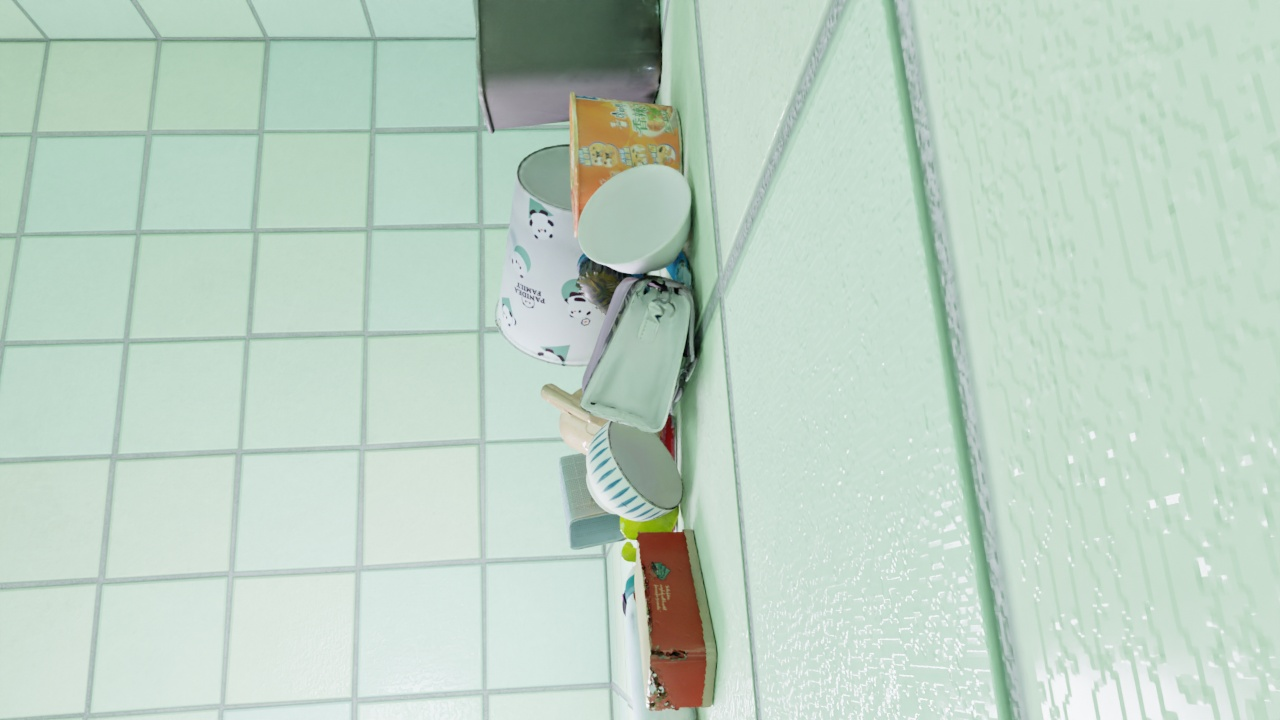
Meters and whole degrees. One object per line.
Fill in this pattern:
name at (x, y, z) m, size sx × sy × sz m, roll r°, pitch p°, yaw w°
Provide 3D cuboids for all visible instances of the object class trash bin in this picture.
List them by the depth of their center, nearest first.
trash bin at (-0.092, -0.398, 1.139) m, size 0.199 × 0.219 × 0.198 m, roll 149°, pitch 118°, yaw -85°
trash bin at (-0.095, -0.158, 1.333) m, size 0.229 × 0.229 × 0.252 m, roll -97°, pitch 12°, yaw -48°

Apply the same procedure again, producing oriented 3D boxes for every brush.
brush at (-0.019, -0.083, 1.065) m, size 0.144 × 0.055 × 0.073 m, roll 41°, pitch -141°, yaw -38°

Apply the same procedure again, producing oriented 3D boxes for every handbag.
handbag at (0.000, -0.011, 0.923) m, size 0.197 × 0.098 × 0.145 m, roll -140°, pitch 65°, yaw -85°

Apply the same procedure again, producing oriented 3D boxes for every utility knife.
utility knife at (0.035, -0.104, 0.949) m, size 0.185 × 0.018 × 0.034 m, roll -108°, pitch 24°, yaw -67°

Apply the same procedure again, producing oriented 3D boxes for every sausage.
sausage at (0.032, 0.131, 1.068) m, size 0.020 × 0.020 × 0.156 m, roll -117°, pitch 26°, yaw -79°

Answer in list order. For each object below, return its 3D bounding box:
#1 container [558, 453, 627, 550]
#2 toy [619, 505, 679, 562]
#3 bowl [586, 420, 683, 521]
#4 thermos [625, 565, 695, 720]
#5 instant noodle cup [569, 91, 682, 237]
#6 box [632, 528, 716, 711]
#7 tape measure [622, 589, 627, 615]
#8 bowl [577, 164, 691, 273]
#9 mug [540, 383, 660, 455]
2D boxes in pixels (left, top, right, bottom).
container at (-0.067, 0.193, 1.298) m, size 0.090 × 0.090 × 0.111 m, roll 94°, pitch 164°, yaw -52°
toy at (0.010, 0.186, 1.018) m, size 0.100 × 0.096 × 0.031 m, roll 55°, pitch 145°, yaw 21°
bowl at (-0.016, 0.124, 0.987) m, size 0.066 × 0.116 × 0.116 m, roll -37°, pitch 30°, yaw 25°
thermos at (0.020, 0.324, 1.009) m, size 0.223 × 0.073 × 0.073 m, roll -97°, pitch 7°, yaw -46°
instant noodle cup at (-0.018, -0.208, 0.976) m, size 0.151 × 0.111 × 0.151 m, roll 176°, pitch 92°, yaw -85°
box at (0.022, 0.250, 0.893) m, size 0.168 × 0.077 × 0.091 m, roll -98°, pitch 9°, yaw -57°
tape measure at (0.003, 0.328, 1.247) m, size 0.058 × 0.057 × 0.039 m, roll 42°, pitch 137°, yaw 51°
bowl at (0.006, -0.125, 0.894) m, size 0.065 × 0.118 × 0.118 m, roll 49°, pitch -151°, yaw -50°
mug at (-0.046, 0.073, 1.076) m, size 0.104 × 0.124 × 0.084 m, roll 23°, pitch 78°, yaw 49°
